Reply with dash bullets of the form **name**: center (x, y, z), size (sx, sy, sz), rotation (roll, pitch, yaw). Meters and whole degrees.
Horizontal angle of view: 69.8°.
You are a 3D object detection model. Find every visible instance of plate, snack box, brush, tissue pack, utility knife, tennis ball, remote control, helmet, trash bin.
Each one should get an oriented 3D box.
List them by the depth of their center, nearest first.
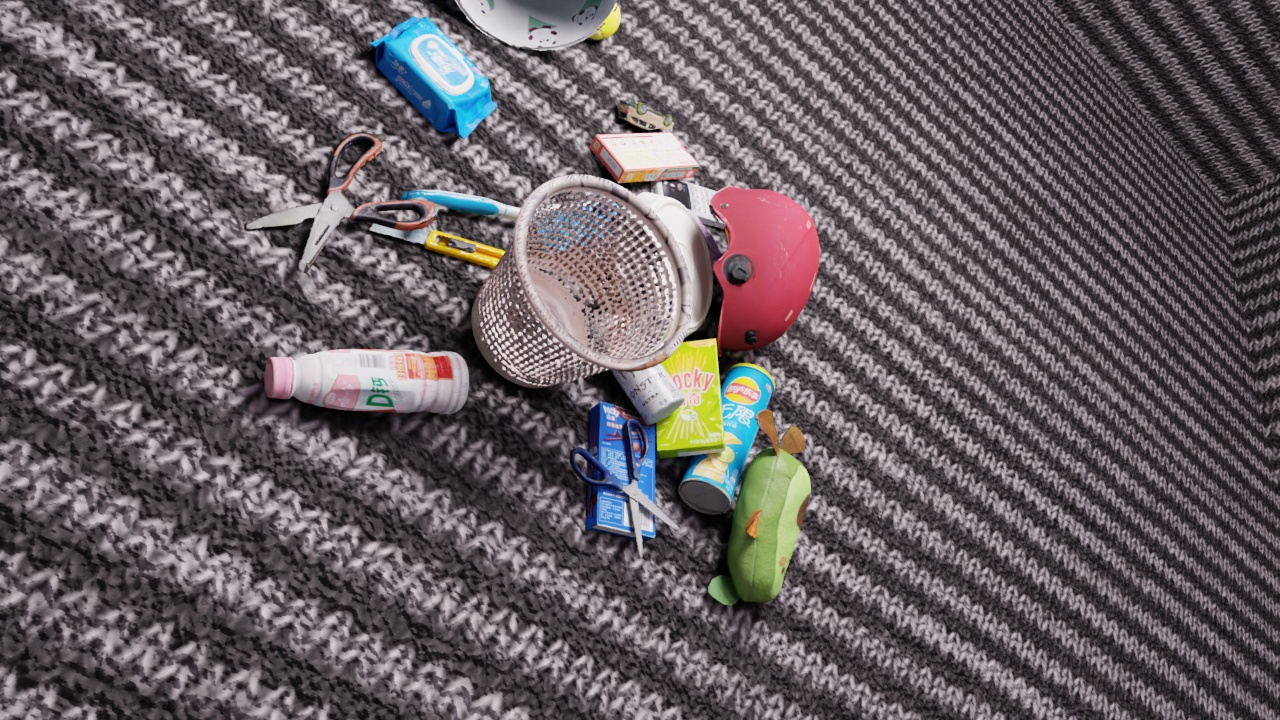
- **trash bin**: center (-0.085, -0.066, 1.042), size (0.227, 0.193, 0.227), rotation (16, 62, -32)
- **utility knife**: center (-0.216, -0.133, 1.095), size (0.219, 0.015, 0.033), rotation (13, 59, -34)
- **snack box**: center (-0.022, 0.135, 1.113), size (0.084, 0.026, 0.157), rotation (19, 58, -32)
- **tissue pack**: center (-0.253, -0.356, 1.150), size (0.157, 0.052, 0.094), rotation (46, 48, -12)
- **brush**: center (-0.141, -0.171, 1.155), size (0.313, 0.061, 0.109), rotation (-12, 71, -40)
- **snack box**: center (0.062, 0.047, 1.183), size (0.026, 0.086, 0.156), rotation (70, 16, -58)
- **plate**: center (0.038, -0.125, 1.228), size (0.204, 0.046, 0.204), rotation (19, 67, -54)
- **trash bin**: center (-0.143, -0.601, 1.257), size (0.229, 0.230, 0.251), rotation (17, 53, -33)
- **helmet**: center (0.174, -0.123, 1.267), size (0.207, 0.144, 0.240), rotation (32, 59, -76)
- **snack box**: center (0.008, -0.297, 1.337), size (0.155, 0.027, 0.077), rotation (-14, 59, -42)
- **tennis ball**: center (-0.063, -0.515, 1.376), size (0.065, 0.066, 0.065), rotation (18, 58, -32)
- **remote control**: center (0.080, -0.240, 1.387), size (0.149, 0.021, 0.058), rotation (9, 63, -37)

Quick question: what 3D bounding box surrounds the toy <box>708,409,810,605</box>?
- **toy**: center (0.163, 0.192, 1.161), size (0.227, 0.090, 0.246), rotation (26, 76, -66)

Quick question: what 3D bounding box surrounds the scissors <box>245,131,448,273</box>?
- **scissors**: center (-0.324, -0.178, 1.015), size (0.225, 0.015, 0.189), rotation (-8, 64, -30)

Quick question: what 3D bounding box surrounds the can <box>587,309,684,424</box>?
- **can**: center (-0.007, 0.007, 1.149), size (0.058, 0.058, 0.146), rotation (-20, 70, -43)

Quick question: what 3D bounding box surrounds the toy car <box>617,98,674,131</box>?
- **toy car**: center (0.009, -0.365, 1.377), size (0.090, 0.035, 0.042), rotation (11, 19, -35)

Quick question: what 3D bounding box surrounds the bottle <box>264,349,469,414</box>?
- **bottle**: center (-0.277, 0.021, 0.937), size (0.196, 0.068, 0.068), rotation (2, 68, -35)

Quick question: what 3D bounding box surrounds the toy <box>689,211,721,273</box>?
- **toy**: center (0.087, -0.172, 1.341), size (0.108, 0.039, 0.083), rotation (58, 13, -2)

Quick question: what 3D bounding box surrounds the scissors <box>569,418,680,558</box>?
- **scissors**: center (-0.015, 0.144, 1.086), size (0.175, 0.012, 0.162), rotation (30, 53, -25)

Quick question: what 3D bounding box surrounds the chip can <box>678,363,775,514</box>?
- **chip can**: center (0.116, 0.100, 1.214), size (0.071, 0.071, 0.209), rotation (41, 49, -16)
